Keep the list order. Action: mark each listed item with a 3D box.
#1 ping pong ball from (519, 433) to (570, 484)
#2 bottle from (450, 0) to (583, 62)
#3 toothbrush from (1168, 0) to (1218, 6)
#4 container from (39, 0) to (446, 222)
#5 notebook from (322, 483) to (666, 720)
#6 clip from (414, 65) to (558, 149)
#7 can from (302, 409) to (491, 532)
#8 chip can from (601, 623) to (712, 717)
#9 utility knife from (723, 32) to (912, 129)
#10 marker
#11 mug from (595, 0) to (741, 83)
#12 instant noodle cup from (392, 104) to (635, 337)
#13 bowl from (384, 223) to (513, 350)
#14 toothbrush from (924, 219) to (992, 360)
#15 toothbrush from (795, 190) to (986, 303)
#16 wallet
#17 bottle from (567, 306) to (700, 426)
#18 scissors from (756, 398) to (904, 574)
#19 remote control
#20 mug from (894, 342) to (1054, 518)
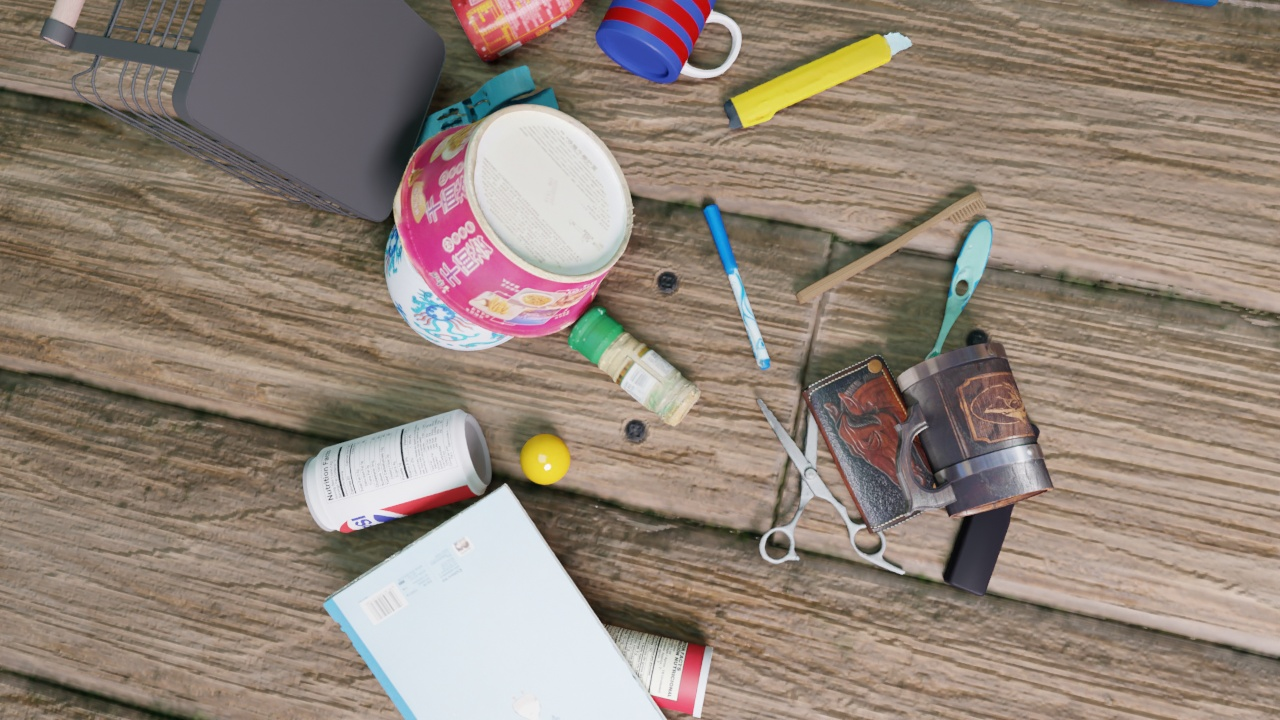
[{"bbox_3d":[-0.076,0.078,0.730,0.040,0.040,0.040,-1,83,7],"label":"ping pong ball"},{"bbox_3d":[-0.086,-0.309,0.771,0.137,0.062,0.062,-27,80,2],"label":"bottle"},{"bbox_3d":[0.376,-0.303,0.736,0.168,0.014,0.014,11,50,6],"label":"toothbrush"},{"bbox_3d":[-0.274,-0.220,0.679,0.130,0.241,0.162,16,85,24],"label":"container"},{"bbox_3d":[-0.100,0.239,0.682,0.181,0.009,0.253,-33,93,14],"label":"notebook"},{"bbox_3d":[-0.130,-0.207,0.744,0.130,0.121,0.031,-17,89,-8],"label":"clip"},{"bbox_3d":[-0.191,0.088,0.728,0.132,0.070,0.070,-16,81,5],"label":"can"},{"bbox_3d":[-0.055,0.223,0.704,0.215,0.052,0.051,10,84,8],"label":"chip can"},{"bbox_3d":[0.146,-0.232,0.755,0.165,0.017,0.030,-24,85,4],"label":"utility knife"},{"bbox_3d":[0.079,-0.060,0.743,0.013,0.013,0.141,-19,81,4],"label":"marker"},{"bbox_3d":[0.029,-0.271,0.752,0.112,0.075,0.076,28,86,-17],"label":"mug"},{"bbox_3d":[-0.082,-0.113,0.686,0.178,0.078,0.178,13,67,-33],"label":"instant noodle cup"},{"bbox_3d":[-0.148,-0.084,0.742,0.144,0.074,0.144,-1,83,7],"label":"bowl"},{"bbox_3d":[0.249,-0.049,0.719,0.022,0.017,0.135,21,86,9],"label":"toothbrush"},{"bbox_3d":[0.199,-0.088,0.730,0.167,0.016,0.016,-29,80,2],"label":"toothbrush"},{"bbox_3d":[0.182,0.064,0.708,0.072,0.019,0.123,-24,80,-7],"label":"wallet"},{"bbox_3d":[-0.004,0.004,0.731,0.111,0.043,0.043,39,89,9],"label":"bottle"},{"bbox_3d":[0.145,0.099,0.714,0.162,0.014,0.141,25,81,4],"label":"scissors"},{"bbox_3d":[0.268,0.110,0.697,0.032,0.015,0.136,21,86,9],"label":"remote control"},{"bbox_3d":[0.226,0.055,0.661,0.115,0.080,0.107,-9,71,-17],"label":"mug"}]
